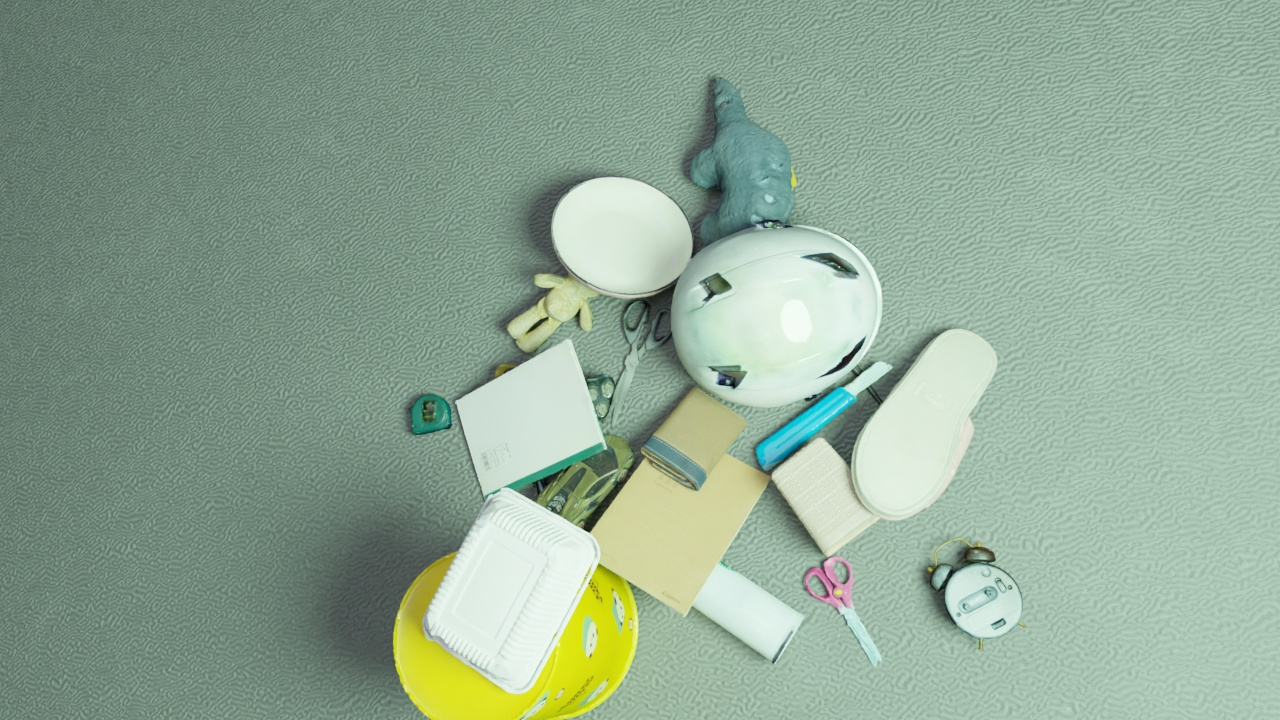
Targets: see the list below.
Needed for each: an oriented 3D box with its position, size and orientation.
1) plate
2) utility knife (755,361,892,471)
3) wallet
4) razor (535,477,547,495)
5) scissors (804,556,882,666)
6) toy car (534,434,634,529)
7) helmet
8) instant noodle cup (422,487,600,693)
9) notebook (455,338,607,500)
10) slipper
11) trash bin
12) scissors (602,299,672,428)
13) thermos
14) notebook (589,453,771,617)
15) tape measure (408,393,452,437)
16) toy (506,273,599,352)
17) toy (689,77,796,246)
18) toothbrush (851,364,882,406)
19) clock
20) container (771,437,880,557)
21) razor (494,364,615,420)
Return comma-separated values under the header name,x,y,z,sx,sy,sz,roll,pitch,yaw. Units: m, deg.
name,x,y,z,sx,sy,sz,roll,pitch,yaw
plate,-0.025,-0.158,1.215,0.192,0.039,0.192,5,61,-10
utility knife,0.226,0.065,1.138,0.203,0.018,0.034,-38,69,7
wallet,0.067,0.097,1.150,0.090,0.033,0.115,33,65,16
razor,-0.146,0.120,1.218,0.043,0.022,0.142,-31,74,33
scissors,0.244,0.303,1.090,0.064,0.017,0.135,-27,77,6
toy car,-0.073,0.155,1.167,0.070,0.042,0.157,30,67,28
helmet,0.155,-0.050,1.084,0.259,0.145,0.229,-8,99,14
instant noodle cup,-0.135,0.225,0.903,0.138,0.060,0.173,27,86,18
notebook,-0.148,0.082,1.192,0.210,0.012,0.150,-26,75,29
slipper,0.332,0.074,1.077,0.114,0.054,0.273,30,64,14
trash bin,-0.141,0.311,1.051,0.230,0.255,0.229,-3,77,12
scissors,-0.018,0.000,1.222,0.173,0.014,0.142,-35,74,7
thermos,0.086,0.270,1.107,0.224,0.073,0.073,32,86,18
notebook,0.044,0.187,1.117,0.149,0.012,0.210,28,59,18
tape measure,-0.289,0.074,1.260,0.058,0.025,0.054,-12,76,9
toy,-0.112,-0.074,1.239,0.157,0.066,0.105,-41,104,6
toy,0.135,-0.223,1.202,0.138,0.091,0.356,-12,72,39
toothbrush,0.273,0.016,1.147,0.016,0.018,0.181,-35,71,7
clock,0.381,0.261,1.045,0.082,0.055,0.122,-30,72,6
container,0.221,0.160,1.090,0.090,0.090,0.111,-38,69,2
razor,-0.116,0.033,1.212,0.168,0.067,0.062,12,80,22
